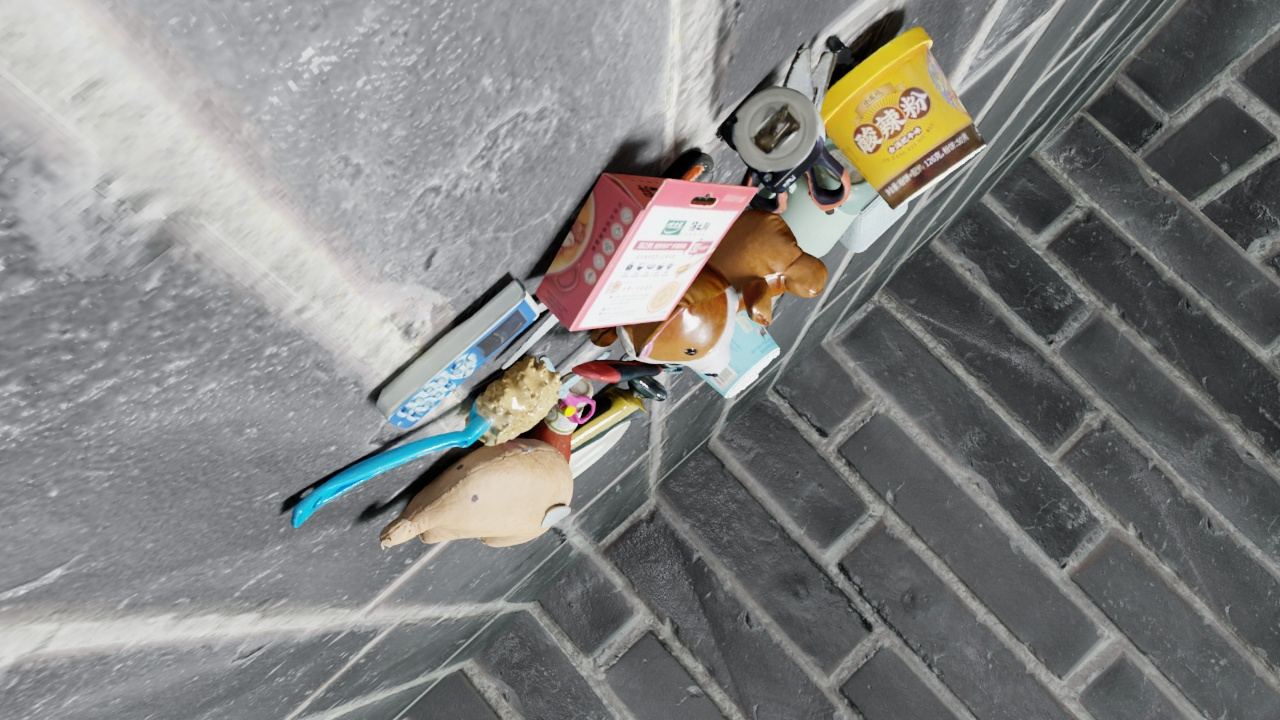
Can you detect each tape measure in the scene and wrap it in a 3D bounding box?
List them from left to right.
[{"bbox_3d":[0.100,-0.165,0.671,0.066,0.066,0.033,-44,167,15],"label":"tape measure"}]

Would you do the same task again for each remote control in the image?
[{"bbox_3d":[-0.121,-0.004,0.613,0.125,0.024,0.049,-41,169,-5],"label":"remote control"}]

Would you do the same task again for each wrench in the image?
[{"bbox_3d":[-0.005,0.005,0.854,0.273,0.056,0.016,-12,117,-76],"label":"wrench"}]

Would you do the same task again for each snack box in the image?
[{"bbox_3d":[0.004,-0.084,0.634,0.113,0.044,0.127,-9,140,-52],"label":"snack box"}]

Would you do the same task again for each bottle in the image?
[{"bbox_3d":[-0.099,0.092,0.975,0.059,0.060,0.207,-32,158,-45],"label":"bottle"}]

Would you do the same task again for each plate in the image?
[{"bbox_3d":[-0.103,0.134,1.174,0.264,0.034,0.162,-34,166,-38],"label":"plate"}]

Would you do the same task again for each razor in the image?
[{"bbox_3d":[-0.048,0.063,1.083,0.167,0.062,0.068,-33,136,-18],"label":"razor"}]

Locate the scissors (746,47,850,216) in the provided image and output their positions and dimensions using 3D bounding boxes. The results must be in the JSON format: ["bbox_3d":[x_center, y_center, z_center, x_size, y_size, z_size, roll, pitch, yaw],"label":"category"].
[{"bbox_3d":[0.144,-0.179,0.763,0.205,0.198,0.015,-21,-127,51],"label":"scissors"}]

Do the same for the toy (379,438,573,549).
[{"bbox_3d":[-0.150,0.128,0.864,0.143,0.082,0.225,-52,152,13],"label":"toy"}]

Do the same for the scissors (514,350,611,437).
[{"bbox_3d":[-0.079,0.034,0.856,0.134,0.017,0.133,-35,149,-10],"label":"scissors"}]

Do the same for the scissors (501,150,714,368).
[{"bbox_3d":[-0.018,-0.074,0.714,0.221,0.021,0.227,-48,168,24],"label":"scissors"}]

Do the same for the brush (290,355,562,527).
[{"bbox_3d":[-0.157,0.061,0.716,0.253,0.046,0.083,-27,160,-40],"label":"brush"}]

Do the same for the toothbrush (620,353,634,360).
[{"bbox_3d":[0.048,-0.050,1.060,0.180,0.018,0.016,-41,166,-18],"label":"toothbrush"}]

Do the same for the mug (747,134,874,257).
[{"bbox_3d":[0.163,-0.161,0.898,0.111,0.082,0.107,-6,155,-20],"label":"mug"}]

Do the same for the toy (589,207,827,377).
[{"bbox_3d":[0.060,-0.052,0.832,0.199,0.130,0.140,-25,-172,-22],"label":"toy"}]

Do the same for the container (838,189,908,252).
[{"bbox_3d":[0.248,-0.192,1.036,0.090,0.090,0.111,-44,167,1],"label":"container"}]

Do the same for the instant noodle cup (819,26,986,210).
[{"bbox_3d":[0.224,-0.202,0.790,0.118,0.114,0.118,-34,177,-2],"label":"instant noodle cup"}]

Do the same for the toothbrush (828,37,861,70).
[{"bbox_3d":[0.179,-0.251,0.774,0.014,0.017,0.188,-37,175,23],"label":"toothbrush"}]

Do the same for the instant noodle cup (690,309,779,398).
[{"bbox_3d":[0.083,-0.028,0.987,0.111,0.120,0.111,-41,169,-10],"label":"instant noodle cup"}]
